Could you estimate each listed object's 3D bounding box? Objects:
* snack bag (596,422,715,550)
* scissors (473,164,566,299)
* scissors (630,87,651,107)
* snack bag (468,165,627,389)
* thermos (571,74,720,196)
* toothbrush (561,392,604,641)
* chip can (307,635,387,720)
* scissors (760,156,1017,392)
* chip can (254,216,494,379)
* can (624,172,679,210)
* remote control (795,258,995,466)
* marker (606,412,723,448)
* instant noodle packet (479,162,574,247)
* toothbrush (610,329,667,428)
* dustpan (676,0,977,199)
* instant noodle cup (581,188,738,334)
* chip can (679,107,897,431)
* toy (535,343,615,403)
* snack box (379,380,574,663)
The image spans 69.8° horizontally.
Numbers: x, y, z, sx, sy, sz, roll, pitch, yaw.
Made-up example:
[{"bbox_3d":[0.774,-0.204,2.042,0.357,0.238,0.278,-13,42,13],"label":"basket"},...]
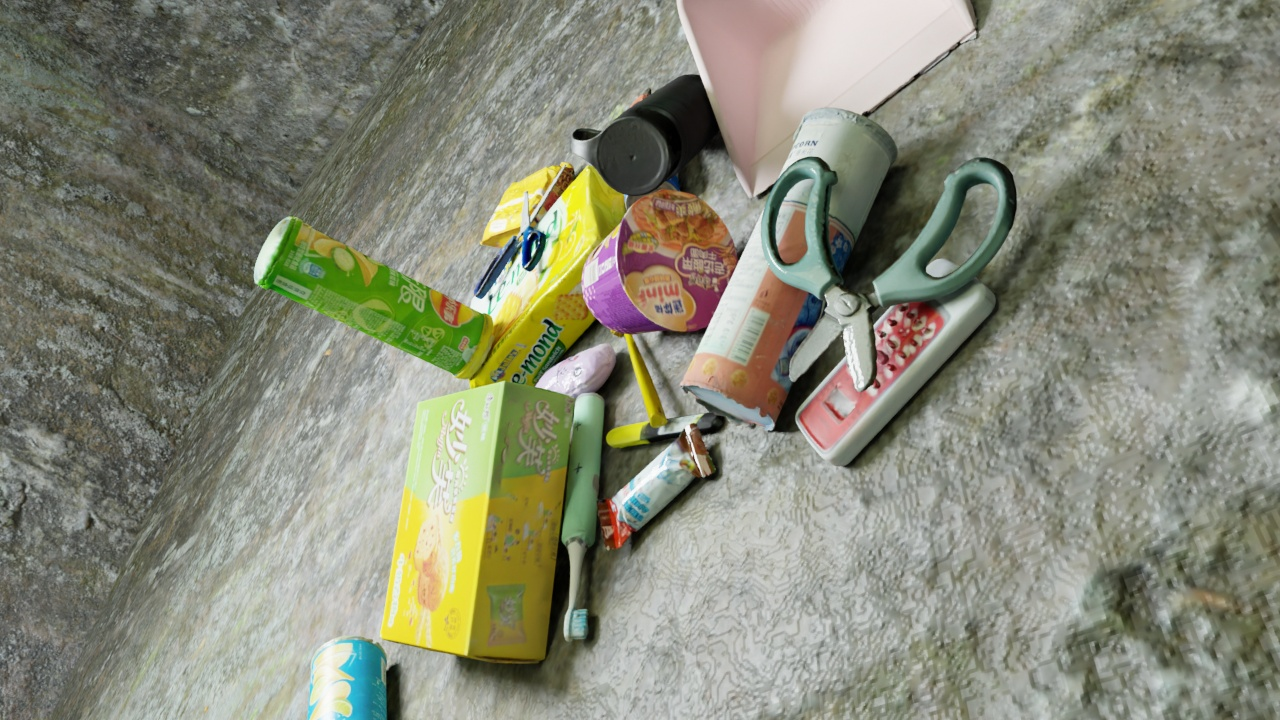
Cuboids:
[{"bbox_3d":[0.009,0.092,0.661,0.104,0.026,0.048,-43,44,25],"label":"snack bag"},{"bbox_3d":[-0.126,-0.130,0.960,0.163,0.012,0.172,-46,30,24],"label":"scissors"},{"bbox_3d":[-0.015,-0.227,1.026,0.190,0.015,0.225,-21,46,47],"label":"scissors"},{"bbox_3d":[-0.092,-0.072,0.934,0.247,0.068,0.157,-44,31,25],"label":"snack bag"},{"bbox_3d":[0.011,-0.201,0.786,0.241,0.090,0.068,-56,-20,-63],"label":"thermos"},{"bbox_3d":[-0.047,0.116,0.723,0.027,0.026,0.224,-10,46,13],"label":"toothbrush"},{"bbox_3d":[-0.249,0.333,0.776,0.071,0.071,0.210,-50,29,13],"label":"chip can"},{"bbox_3d":[0.146,-0.067,0.541,0.181,0.019,0.170,-20,58,25],"label":"scissors"},{"bbox_3d":[-0.250,-0.057,0.871,0.073,0.221,0.072,-41,34,35],"label":"chip can"},{"bbox_3d":[0.010,-0.193,0.911,0.053,0.053,0.134,-39,34,30],"label":"can"},{"bbox_3d":[0.147,0.001,0.543,0.136,0.020,0.056,-50,29,14],"label":"remote control"},{"bbox_3d":[0.018,0.054,0.700,0.124,0.015,0.018,-15,44,47],"label":"marker"},{"bbox_3d":[-0.144,-0.191,1.159,0.129,0.044,0.110,-6,50,51],"label":"instant noodle packet"},{"bbox_3d":[-0.005,0.004,0.765,0.017,0.015,0.190,-54,24,17],"label":"toothbrush"},{"bbox_3d":[0.120,-0.307,0.765,0.223,0.138,0.272,-36,34,32],"label":"dustpan"},{"bbox_3d":[0.009,-0.070,0.748,0.099,0.111,0.111,-19,46,62],"label":"instant noodle cup"},{"bbox_3d":[0.101,-0.062,0.623,0.071,0.071,0.214,7,68,59],"label":"chip can"},{"bbox_3d":[-0.061,0.016,0.832,0.108,0.039,0.083,-29,19,44],"label":"toy"},{"bbox_3d":[-0.135,0.130,0.748,0.158,0.070,0.209,-13,66,50],"label":"snack box"}]
